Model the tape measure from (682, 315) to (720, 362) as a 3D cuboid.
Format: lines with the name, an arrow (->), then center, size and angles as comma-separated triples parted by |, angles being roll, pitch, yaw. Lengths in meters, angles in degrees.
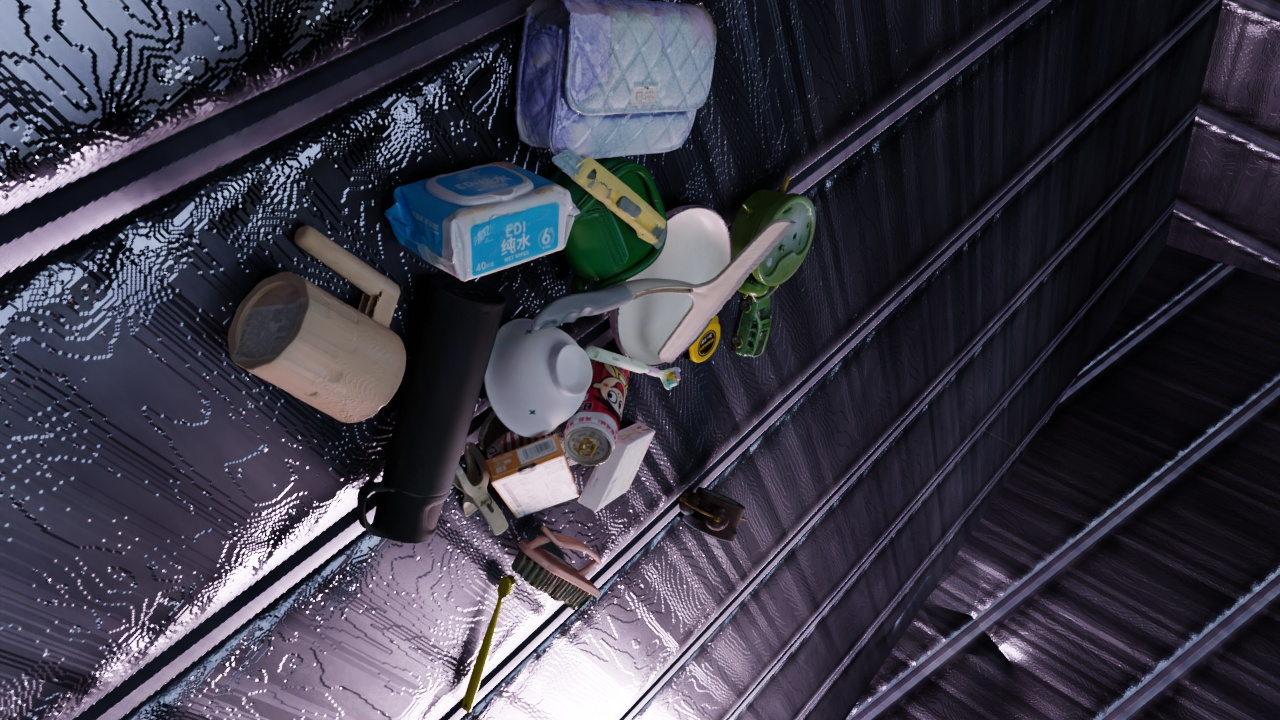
tape measure -> 0.072, -0.028, 1.139 | 0.059, 0.029, 0.057 | -37, 139, -30

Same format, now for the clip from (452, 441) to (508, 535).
clip -> -0.171, 0.128, 0.936 | 0.034, 0.060, 0.097 | -38, 129, -31

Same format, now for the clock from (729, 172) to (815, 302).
clock -> 0.162, -0.143, 1.147 | 0.115, 0.056, 0.161 | -35, 138, -32

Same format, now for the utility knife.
utility knife -> -0.023, -0.147, 0.832 | 0.177, 0.019, 0.031 | 30, 92, -47

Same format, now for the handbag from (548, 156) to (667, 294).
handbag -> -0.039, -0.131, 0.885 | 0.120, 0.068, 0.131 | -48, 144, -16

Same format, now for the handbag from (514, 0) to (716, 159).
handbag -> -0.017, -0.252, 0.818 | 0.193, 0.075, 0.134 | -21, 129, -44

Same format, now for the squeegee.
squeegee -> -0.009, -0.061, 0.898 | 0.246, 0.039, 0.247 | -11, 153, -38

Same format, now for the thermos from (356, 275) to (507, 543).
thermos -> -0.191, 0.049, 0.819 | 0.089, 0.068, 0.243 | -5, 119, -56

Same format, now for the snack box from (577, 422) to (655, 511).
snack box -> -0.025, 0.122, 1.075 | 0.085, 0.027, 0.156 | -65, 170, 7

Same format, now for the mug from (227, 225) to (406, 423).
mug -> -0.240, -0.027, 0.704 | 0.103, 0.084, 0.124 | 42, 55, -54

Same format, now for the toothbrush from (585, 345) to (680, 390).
toothbrush -> -0.006, 0.006, 0.995 | 0.189, 0.020, 0.029 | 19, 98, -59

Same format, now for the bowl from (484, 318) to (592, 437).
bowl -> -0.086, 0.013, 0.888 | 0.118, 0.065, 0.118 | 14, 72, -49

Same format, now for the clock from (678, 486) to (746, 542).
clock -> 0.101, 0.219, 1.312 | 0.121, 0.082, 0.055 | 24, 90, -57

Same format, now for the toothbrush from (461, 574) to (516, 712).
toothbrush -> -0.181, 0.339, 1.095 | 0.016, 0.016, 0.190 | -7, 120, -57

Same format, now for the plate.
plate -> 0.028, -0.086, 1.031 | 0.191, 0.039, 0.193 | -31, 136, -36

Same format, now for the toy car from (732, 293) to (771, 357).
toy car -> 0.152, -0.047, 1.224 | 0.043, 0.036, 0.091 | -19, 125, -43

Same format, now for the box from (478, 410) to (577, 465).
box -> -0.096, 0.091, 0.968 | 0.163, 0.077, 0.075 | 11, 114, -57

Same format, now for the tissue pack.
tissue pack -> -0.129, -0.121, 0.757 | 0.139, 0.090, 0.063 | -25, 133, -40

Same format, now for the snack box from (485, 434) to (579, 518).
snack box -> -0.109, 0.124, 0.951 | 0.075, 0.026, 0.154 | -19, 158, -5

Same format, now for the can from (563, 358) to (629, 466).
can -> -0.045, 0.049, 0.962 | 0.132, 0.053, 0.053 | -79, 173, -55

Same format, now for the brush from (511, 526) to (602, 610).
brush -> -0.099, 0.241, 1.089 | 0.073, 0.063, 0.145 | -51, 143, -7
